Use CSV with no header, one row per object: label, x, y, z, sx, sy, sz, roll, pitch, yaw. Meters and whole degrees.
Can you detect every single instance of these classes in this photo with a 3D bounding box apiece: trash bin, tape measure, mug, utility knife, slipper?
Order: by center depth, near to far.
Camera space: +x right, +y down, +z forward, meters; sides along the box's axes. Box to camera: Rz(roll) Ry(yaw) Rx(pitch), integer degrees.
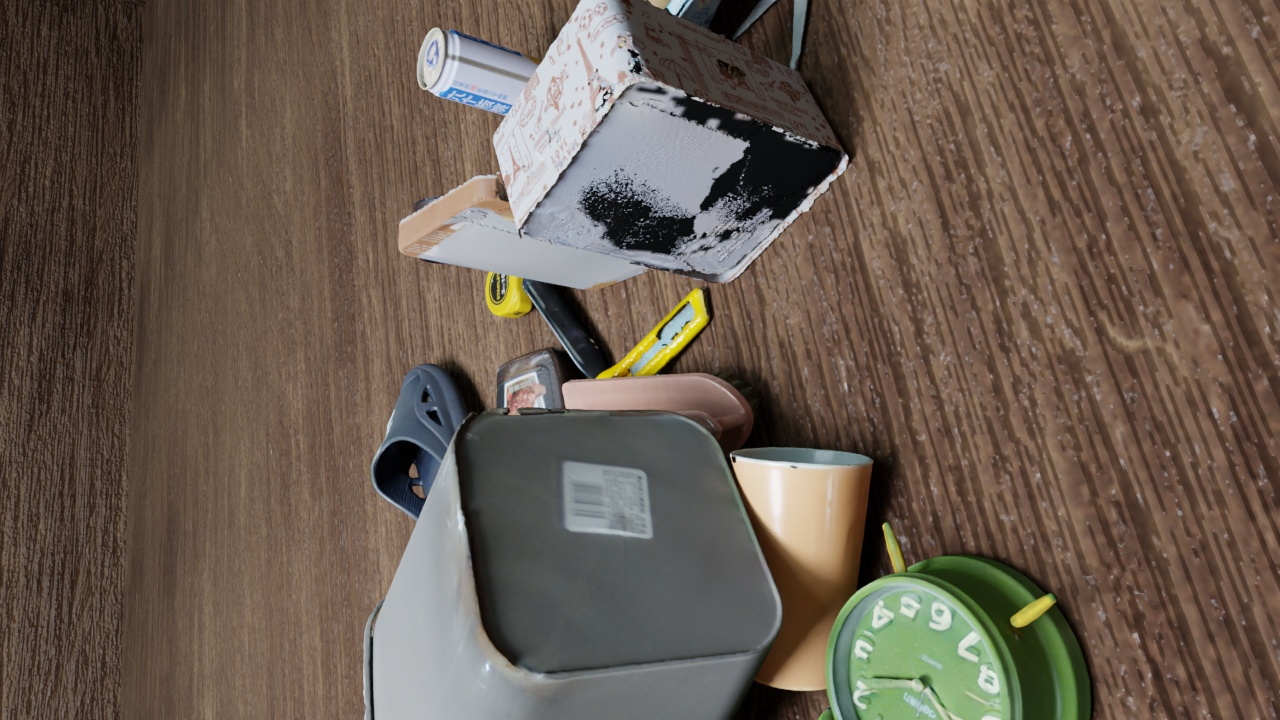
mug,0.086,0.113,0.509,0.078,0.078,0.123,4,92,52
trash bin,-0.045,0.153,0.522,0.198,0.198,0.220,-110,30,-41
utility knife,-0.004,0.004,0.665,0.155,0.015,0.033,-45,58,24
tape measure,-0.115,-0.067,0.828,0.057,0.028,0.060,-17,72,49
slipper,-0.202,0.093,0.854,0.268,0.083,0.111,51,132,47

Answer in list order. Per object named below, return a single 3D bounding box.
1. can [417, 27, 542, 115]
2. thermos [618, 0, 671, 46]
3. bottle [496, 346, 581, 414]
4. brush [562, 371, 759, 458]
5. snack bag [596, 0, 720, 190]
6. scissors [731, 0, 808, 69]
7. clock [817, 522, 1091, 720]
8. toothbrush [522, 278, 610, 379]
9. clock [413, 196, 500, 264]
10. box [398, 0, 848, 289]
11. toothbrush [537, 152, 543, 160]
can,-0.115,-0.234,0.768,0.053,0.134,0.053,-10,77,52
thermos,0.009,-0.303,0.663,0.093,0.093,0.143,52,132,42
bottle,-0.079,0.090,0.730,0.080,0.044,0.194,-19,65,34
brush,0.008,0.041,0.602,0.146,0.072,0.063,-5,100,39
snack bag,0.017,-0.208,0.642,0.039,0.110,0.191,38,123,4
scissors,0.113,-0.271,0.582,0.163,0.012,0.176,-9,79,52
clock,0.141,0.170,0.440,0.116,0.056,0.161,19,100,53
toothbrush,-0.040,-0.001,0.726,0.212,0.026,0.027,54,133,37
clock,-0.180,-0.121,0.880,0.122,0.081,0.055,-5,86,49
box,-0.022,-0.103,0.596,0.273,0.177,0.106,-30,61,45
toothbrush,-0.069,-0.154,0.793,0.016,0.016,0.180,-57,44,26
